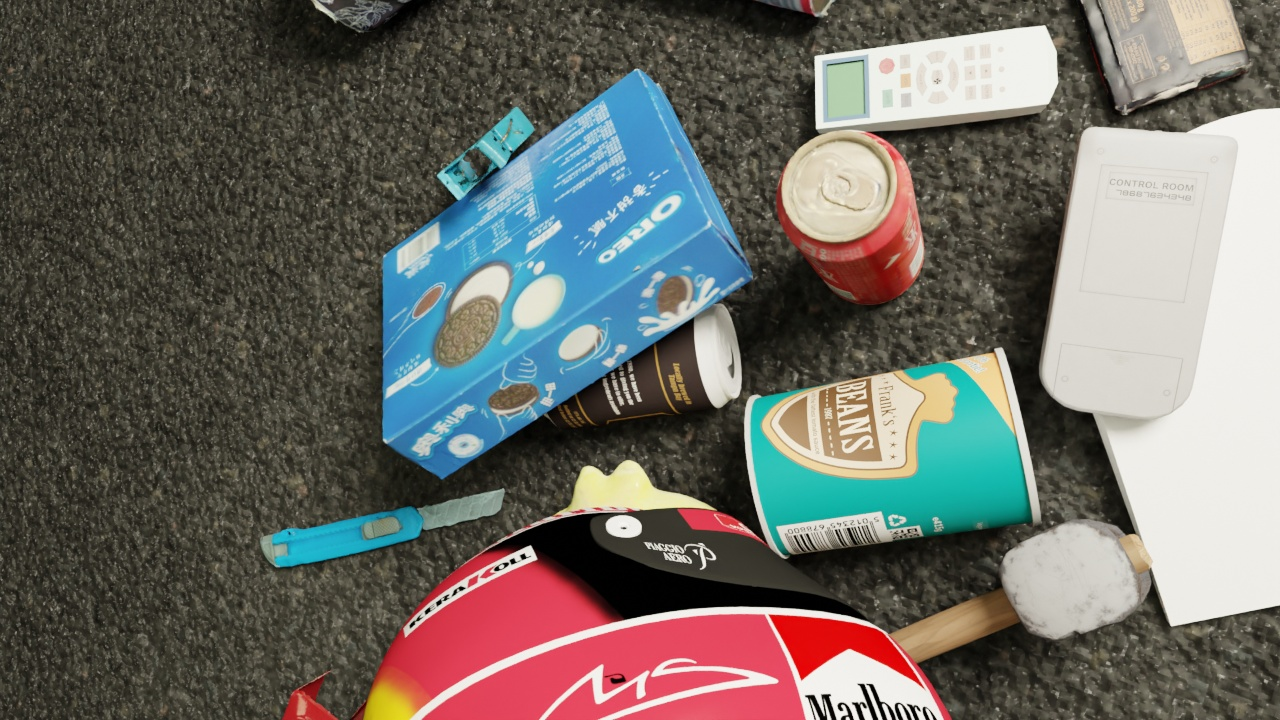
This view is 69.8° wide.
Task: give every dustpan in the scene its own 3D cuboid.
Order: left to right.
[{"bbox_3d":[0.349,-0.006,0.507,0.192,0.053,0.257,-18,90,18],"label":"dustpan"}]

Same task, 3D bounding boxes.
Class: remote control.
[{"bbox_3d":[0.185,-0.174,0.580,0.143,0.024,0.049,-2,84,18],"label":"remote control"},{"bbox_3d":[0.262,-0.045,0.490,0.074,0.019,0.151,9,97,16],"label":"remote control"}]

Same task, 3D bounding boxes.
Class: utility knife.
[{"bbox_3d":[-0.200,0.127,0.699,0.225,0.015,0.031,-16,84,17],"label":"utility knife"}]

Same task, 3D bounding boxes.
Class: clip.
[{"bbox_3d":[-0.124,-0.135,0.652,0.121,0.129,0.031,-26,112,31],"label":"clip"}]

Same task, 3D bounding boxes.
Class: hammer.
[{"bbox_3d":[0.134,0.179,0.542,0.329,0.098,0.052,-32,66,23],"label":"hammer"}]

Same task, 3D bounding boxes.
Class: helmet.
[{"bbox_3d":[0.001,0.178,0.459,0.270,0.224,0.198,-5,117,-17],"label":"helmet"}]

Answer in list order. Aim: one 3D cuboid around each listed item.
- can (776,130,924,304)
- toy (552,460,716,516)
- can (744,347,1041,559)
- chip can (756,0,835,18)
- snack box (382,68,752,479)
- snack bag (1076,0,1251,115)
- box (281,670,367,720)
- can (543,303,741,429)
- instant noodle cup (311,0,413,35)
[{"bbox_3d":[0.122,-0.075,0.516,0.067,0.170,0.067,-2,85,19],"label":"can"},{"bbox_3d":[-0.004,0.142,0.598,0.171,0.064,0.155,-12,86,18],"label":"toy"},{"bbox_3d":[0.144,0.056,0.532,0.144,0.099,0.099,-12,80,19],"label":"can"},{"bbox_3d":[0.025,-0.297,0.628,0.233,0.073,0.073,22,92,20],"label":"chip can"},{"bbox_3d":[-0.062,-0.062,0.594,0.239,0.056,0.195,-32,42,14],"label":"snack box"},{"bbox_3d":[0.300,-0.228,0.547,0.075,0.018,0.155,-15,80,19],"label":"snack bag"},{"bbox_3d":[-0.141,0.285,0.591,0.157,0.156,0.147,32,101,18],"label":"box"},{"bbox_3d":[-0.004,0.004,0.607,0.129,0.072,0.072,-9,81,19],"label":"can"},{"bbox_3d":[-0.205,-0.325,0.692,0.112,0.137,0.137,-35,74,22],"label":"instant noodle cup"}]
